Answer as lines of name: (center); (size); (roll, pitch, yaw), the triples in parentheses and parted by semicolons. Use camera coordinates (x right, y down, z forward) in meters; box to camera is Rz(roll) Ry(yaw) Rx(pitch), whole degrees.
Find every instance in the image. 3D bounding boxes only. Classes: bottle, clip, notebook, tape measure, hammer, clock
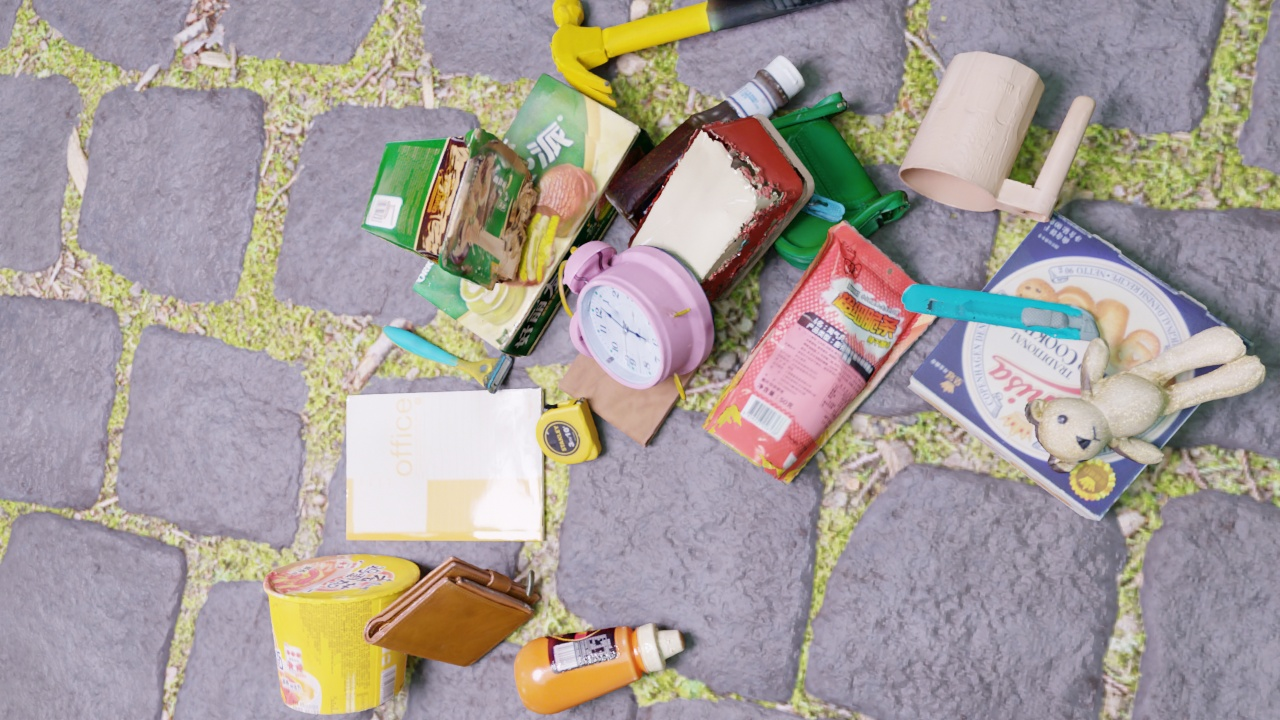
bottle: (0.059, -0.190, 0.808); (0.195, 0.080, 0.044); (-40, 72, 6)
bottle: (-0.034, 0.265, 0.809); (0.149, 0.067, 0.066); (-17, 82, 5)
clip: (0.139, -0.128, 0.745); (0.057, 0.047, 0.014); (21, 83, 4)
notebook: (-0.191, 0.101, 0.885); (0.206, 0.010, 0.146); (-2, 85, 14)
tape measure: (-0.066, 0.065, 0.842); (0.057, 0.028, 0.060); (-12, 107, 20)
hammer: (0.064, -0.310, 0.829); (0.301, 0.033, 0.128); (-12, 62, 9)
clock: (-0.013, -0.040, 0.782); (0.158, 0.059, 0.117); (30, 138, 34)

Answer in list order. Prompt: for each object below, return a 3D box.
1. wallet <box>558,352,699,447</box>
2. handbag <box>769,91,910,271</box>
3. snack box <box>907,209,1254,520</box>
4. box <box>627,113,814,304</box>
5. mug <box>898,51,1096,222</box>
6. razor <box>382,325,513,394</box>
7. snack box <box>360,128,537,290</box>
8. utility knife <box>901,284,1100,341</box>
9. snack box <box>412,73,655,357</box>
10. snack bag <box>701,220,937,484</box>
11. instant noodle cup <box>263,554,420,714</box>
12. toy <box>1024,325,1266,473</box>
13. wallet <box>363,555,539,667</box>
wallet: (-0.005, 0.005, 0.842); (0.101, 0.020, 0.115); (33, 91, 13)
handbag: (0.150, -0.151, 0.787); (0.120, 0.068, 0.131); (-33, 79, 10)
snack box: (0.346, 0.004, 0.737); (0.178, 0.045, 0.182); (39, 95, 15)
box: (0.055, -0.112, 0.753); (0.080, 0.169, 0.091); (-23, 72, -34)
mug: (0.288, -0.179, 0.743); (0.125, 0.084, 0.103); (23, 90, 24)
razor: (-0.190, -0.007, 0.884); (0.132, 0.028, 0.043); (20, 68, 12)
snack box: (-0.167, -0.130, 0.781); (0.106, 0.117, 0.118); (13, 85, 22)
utility knife: (0.284, -0.038, 0.727); (0.151, 0.013, 0.029); (10, 84, 17)
snack box: (-0.098, -0.131, 0.851); (0.114, 0.063, 0.240); (34, 95, 17)
snack bag: (0.149, 0.000, 0.767); (0.128, 0.073, 0.208); (33, 95, -24)
instant noodle cup: (-0.271, 0.248, 0.837); (0.138, 0.138, 0.110); (2, 95, 14)
toy: (0.367, 0.029, 0.671); (0.157, 0.066, 0.105); (-28, 97, 18)
wallet: (-0.156, 0.222, 0.808); (0.119, 0.130, 0.035); (-42, 51, 5)
